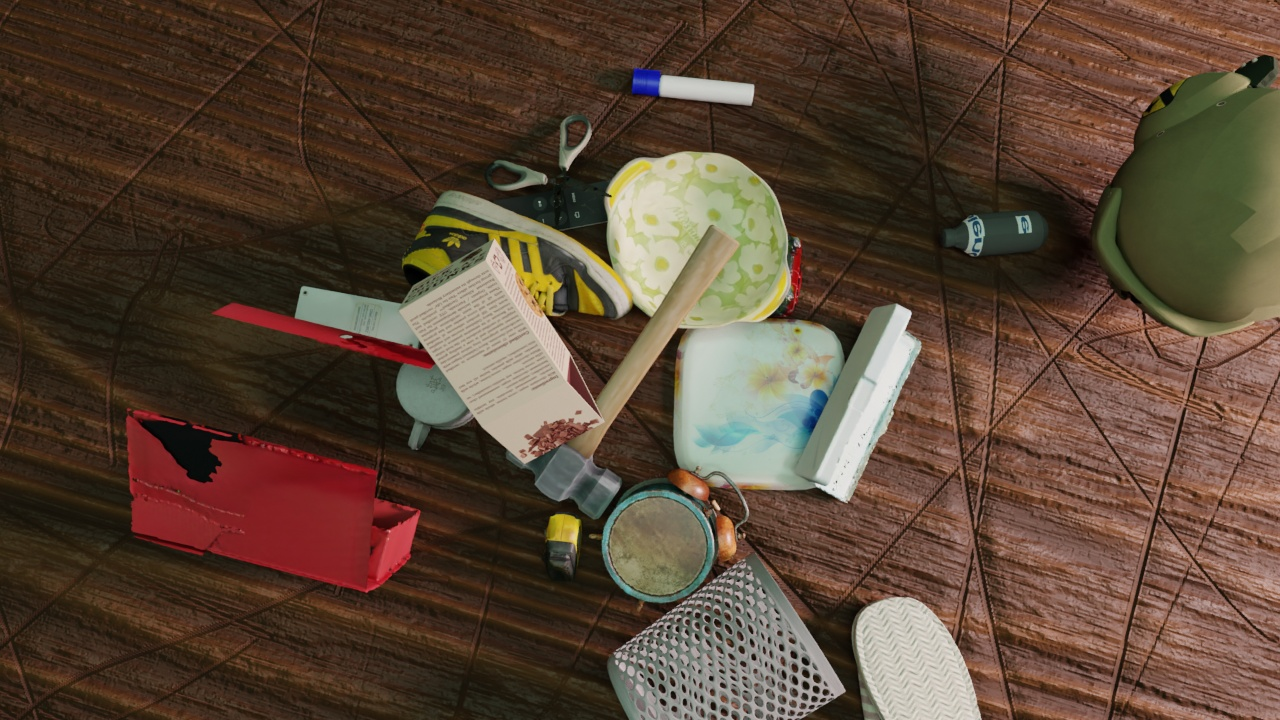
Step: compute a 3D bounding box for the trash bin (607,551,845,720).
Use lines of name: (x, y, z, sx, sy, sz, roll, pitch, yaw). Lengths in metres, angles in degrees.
trash bin: (0.079, 0.305, 0.901, 0.183, 0.156, 0.156, -33, 87, -2)

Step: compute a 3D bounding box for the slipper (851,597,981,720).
slipper: (0.293, 0.374, 0.952, 0.115, 0.052, 0.263, -20, 82, -1)

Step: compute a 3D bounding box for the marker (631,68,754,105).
marker: (0.058, -0.302, 1.016, 0.133, 0.023, 0.027, 6, 63, -1)

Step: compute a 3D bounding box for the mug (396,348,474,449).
mug: (-0.214, 0.041, 0.956, 0.084, 0.070, 0.113, 26, 83, 0)

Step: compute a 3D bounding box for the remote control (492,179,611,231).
remote control: (-0.090, -0.165, 1.007, 0.146, 0.008, 0.045, -11, 86, -3)

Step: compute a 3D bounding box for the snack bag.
snack bag: (-0.127, 0.001, 0.884, 0.094, 0.069, 0.206, -28, 112, 10)

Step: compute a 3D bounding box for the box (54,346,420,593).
box: (-0.327, 0.129, 0.797, 0.211, 0.379, 0.123, 15, 69, 0)

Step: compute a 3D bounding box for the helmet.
helmet: (0.563, -0.142, 0.890, 0.232, 0.256, 0.250, -43, 86, -8)

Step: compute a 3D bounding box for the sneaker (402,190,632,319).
sneaker: (-0.135, -0.076, 0.937, 0.238, 0.086, 0.121, 26, 66, 13)

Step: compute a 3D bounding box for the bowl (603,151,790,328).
bowl: (0.058, -0.124, 0.983, 0.219, 0.060, 0.188, 39, 85, 1)

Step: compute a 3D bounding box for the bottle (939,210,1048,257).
bottle: (0.384, -0.138, 1.000, 0.112, 0.047, 0.047, -4, 85, -2)

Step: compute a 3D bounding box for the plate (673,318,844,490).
plate: (0.130, 0.046, 0.991, 0.187, 0.016, 0.187, 2, 85, -1)

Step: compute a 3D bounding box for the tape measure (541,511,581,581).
tape measure: (-0.082, 0.191, 0.949, 0.037, 0.066, 0.064, 5, 62, 3)

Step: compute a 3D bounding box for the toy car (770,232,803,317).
toy car: (0.153, -0.093, 0.991, 0.036, 0.042, 0.091, 5, 89, -39)

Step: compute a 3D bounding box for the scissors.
scissors: (-0.097, -0.201, 0.977, 0.158, 0.012, 0.170, -2, 56, 20)

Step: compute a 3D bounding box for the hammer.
hammer: (-0.006, 0.005, 0.935, 0.117, 0.051, 0.323, 35, 99, 2)

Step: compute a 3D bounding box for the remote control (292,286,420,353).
remote control: (-0.303, -0.043, 0.989, 0.136, 0.011, 0.050, 10, 85, -1)

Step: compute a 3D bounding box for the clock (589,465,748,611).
clock: (0.037, 0.175, 0.948, 0.158, 0.073, 0.121, -34, 86, 7)

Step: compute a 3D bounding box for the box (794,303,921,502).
box: (0.234, 0.046, 0.952, 0.122, 0.078, 0.197, 30, 84, -40)
